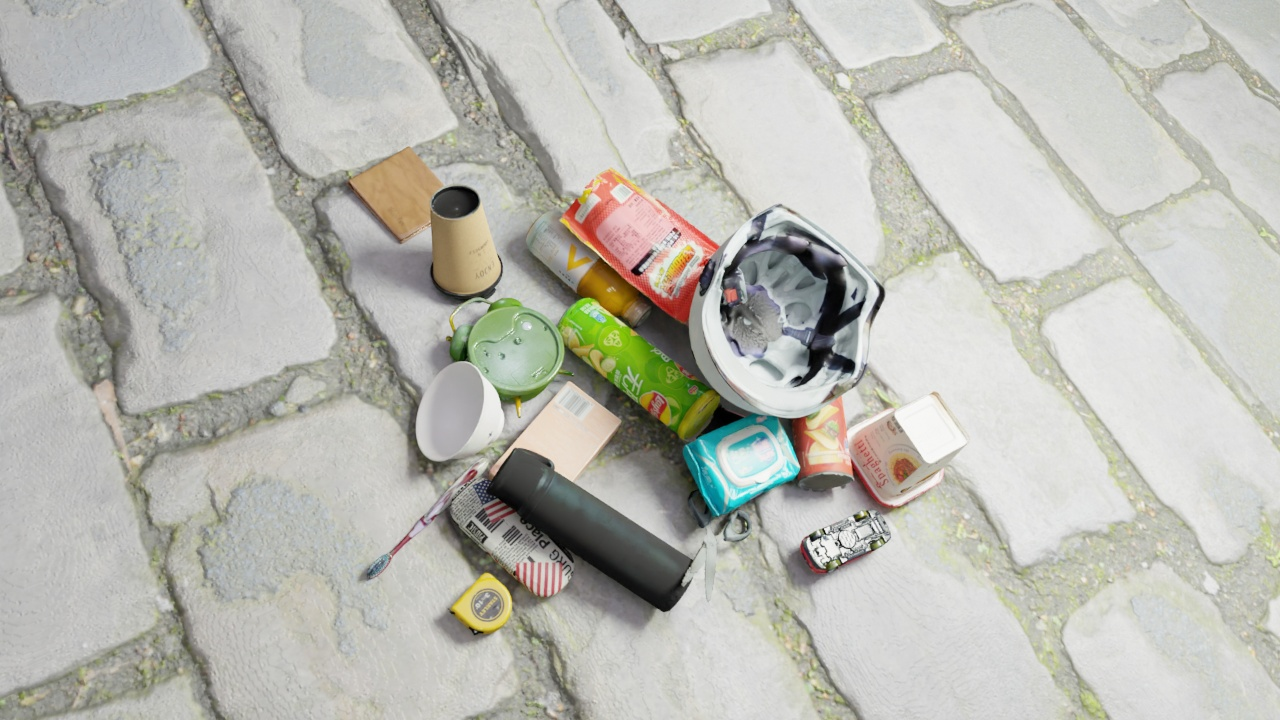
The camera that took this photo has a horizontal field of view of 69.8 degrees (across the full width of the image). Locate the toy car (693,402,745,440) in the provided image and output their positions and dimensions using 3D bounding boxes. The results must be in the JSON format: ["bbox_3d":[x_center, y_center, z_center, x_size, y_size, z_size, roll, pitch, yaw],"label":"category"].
[{"bbox_3d":[0.115,0.093,1.155,0.122,0.037,0.056,22,66,-11],"label":"toy car"}]

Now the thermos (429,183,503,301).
[{"bbox_3d":[-0.221,-0.145,1.141,0.093,0.143,0.092,2,54,-2],"label":"thermos"}]

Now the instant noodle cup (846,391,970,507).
[{"bbox_3d":[0.336,0.106,1.152,0.116,0.124,0.116,-23,71,-23],"label":"instant noodle cup"}]

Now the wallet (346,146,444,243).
[{"bbox_3d":[-0.314,-0.221,1.222,0.101,0.020,0.115,-40,81,-26],"label":"wallet"}]

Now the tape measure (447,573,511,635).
[{"bbox_3d":[-0.169,0.268,0.998,0.057,0.029,0.059,39,61,9],"label":"tape measure"}]

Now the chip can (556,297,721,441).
[{"bbox_3d":[-0.007,0.007,1.128,0.221,0.073,0.072,37,60,19],"label":"chip can"}]

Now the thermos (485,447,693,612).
[{"bbox_3d":[-0.052,0.181,1.030,0.242,0.069,0.089,36,33,-6],"label":"thermos"}]

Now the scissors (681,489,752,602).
[{"bbox_3d":[0.078,0.208,1.058,0.164,0.014,0.163,-1,42,-39],"label":"scissors"}]

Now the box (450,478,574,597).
[{"bbox_3d":[-0.144,0.201,1.036,0.164,0.052,0.068,43,48,8],"label":"box"}]

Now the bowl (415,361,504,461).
[{"bbox_3d":[-0.199,0.066,1.066,0.064,0.119,0.118,26,50,-46],"label":"bowl"}]

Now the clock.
[{"bbox_3d":[-0.167,-0.016,1.130,0.115,0.056,0.161,-39,78,-28],"label":"clock"}]

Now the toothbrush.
[{"bbox_3d":[-0.238,0.174,1.036,0.016,0.017,0.187,40,62,7],"label":"toothbrush"}]

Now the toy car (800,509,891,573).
[{"bbox_3d":[0.247,0.222,1.115,0.120,0.045,0.053,-15,65,-26],"label":"toy car"}]

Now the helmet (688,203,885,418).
[{"bbox_3d":[0.153,-0.045,1.111,0.229,0.146,0.258,31,70,-14],"label":"helmet"}]

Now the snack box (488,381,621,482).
[{"bbox_3d":[-0.101,0.106,1.100,0.084,0.026,0.156,37,61,6],"label":"snack box"}]

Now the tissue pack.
[{"bbox_3d":[0.119,0.121,1.096,0.133,0.050,0.093,-22,79,-27],"label":"tissue pack"}]

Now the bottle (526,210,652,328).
[{"bbox_3d":[-0.065,-0.117,1.200,0.189,0.068,0.067,42,61,9],"label":"bottle"}]

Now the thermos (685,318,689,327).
[{"bbox_3d":[0.044,-0.113,1.233,0.198,0.067,0.087,43,31,11],"label":"thermos"}]

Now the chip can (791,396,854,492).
[{"bbox_3d":[0.225,0.057,1.181,0.073,0.073,0.216,5,62,-11],"label":"chip can"}]

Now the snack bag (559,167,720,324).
[{"bbox_3d":[0.008,-0.150,1.169,0.208,0.073,0.128,39,68,2],"label":"snack bag"}]
